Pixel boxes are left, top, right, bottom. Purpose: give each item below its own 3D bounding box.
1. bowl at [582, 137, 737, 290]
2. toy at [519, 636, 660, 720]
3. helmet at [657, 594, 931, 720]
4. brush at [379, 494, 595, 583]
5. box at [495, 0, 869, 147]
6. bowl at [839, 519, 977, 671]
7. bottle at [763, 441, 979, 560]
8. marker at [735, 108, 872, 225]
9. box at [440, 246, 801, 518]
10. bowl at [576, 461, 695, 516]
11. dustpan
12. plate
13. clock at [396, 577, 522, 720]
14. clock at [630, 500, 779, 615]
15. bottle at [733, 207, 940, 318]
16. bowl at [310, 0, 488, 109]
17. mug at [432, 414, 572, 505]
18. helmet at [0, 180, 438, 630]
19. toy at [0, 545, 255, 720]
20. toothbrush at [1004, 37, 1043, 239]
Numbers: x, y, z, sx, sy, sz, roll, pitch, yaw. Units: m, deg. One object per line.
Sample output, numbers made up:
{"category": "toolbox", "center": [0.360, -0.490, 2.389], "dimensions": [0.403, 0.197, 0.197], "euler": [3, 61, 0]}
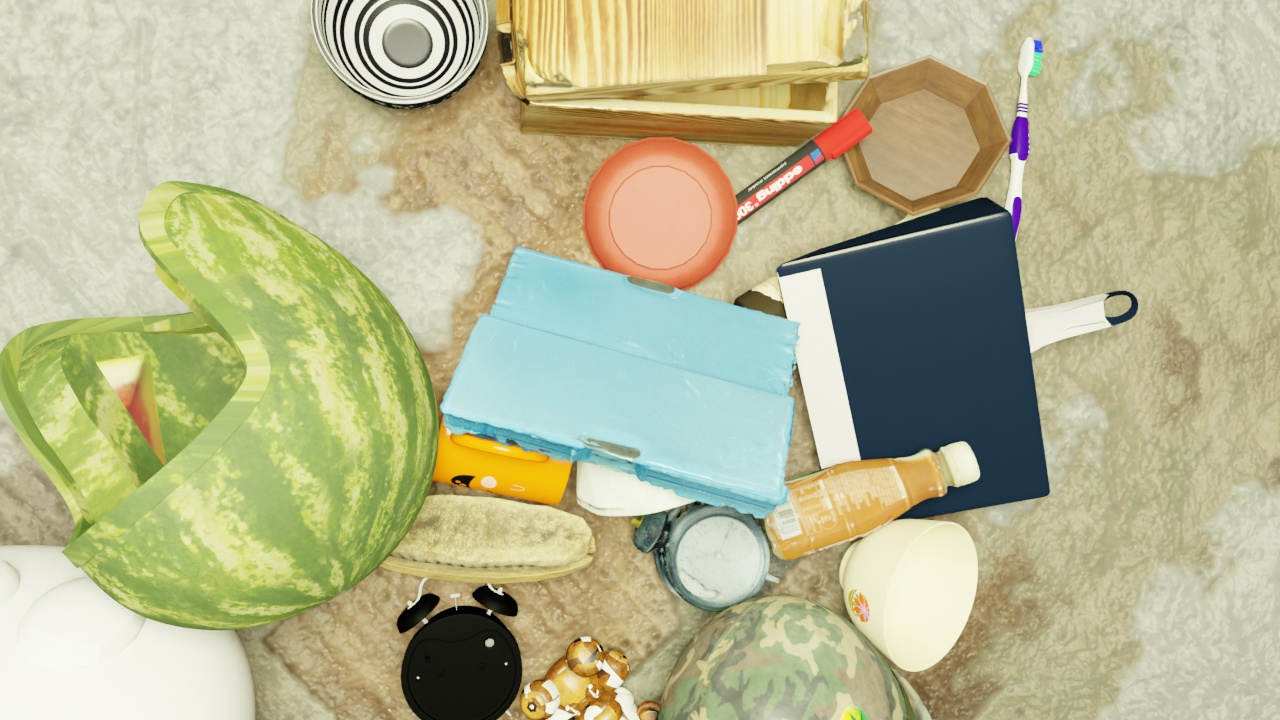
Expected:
{"category": "bowl", "center": [0.015, -0.109, 0.703], "dimensions": [0.122, 0.035, 0.122], "euler": [0, 101, 1]}
{"category": "toy", "center": [-0.031, 0.273, 0.708], "dimensions": [0.087, 0.067, 0.112], "euler": [-42, 85, -6]}
{"category": "helmet", "center": [0.109, 0.297, 0.659], "dimensions": [0.236, 0.193, 0.223], "euler": [49, 53, -25]}
{"category": "brush", "center": [-0.130, 0.131, 0.685], "dimensions": [0.195, 0.043, 0.059], "euler": [6, 58, -6]}
{"category": "box", "center": [0.020, -0.309, 0.625], "dimensions": [0.258, 0.221, 0.279], "euler": [1, 93, -8]}
{"category": "bowl", "center": [0.202, 0.176, 0.731], "dimensions": [0.117, 0.074, 0.118], "euler": [-8, 103, -37]}
{"category": "bottle", "center": [0.177, 0.104, 0.712], "dimensions": [0.167, 0.059, 0.059], "euler": [-20, 95, 7]}
{"category": "marker", "center": [0.117, -0.147, 0.727], "dimensions": [0.145, 0.021, 0.023], "euler": [-36, 75, 5]}
{"category": "box", "center": [-0.004, 0.004, 0.646], "dimensions": [0.231, 0.034, 0.174], "euler": [14, 52, -1]}
{"category": "bowl", "center": [0.004, 0.063, 0.677], "dimensions": [0.117, 0.117, 0.061], "euler": [-15, 104, -9]}
{"category": "dustpan", "center": [0.266, -0.006, 0.735], "dimensions": [0.273, 0.080, 0.236], "euler": [-12, 108, 11]}
{"category": "plate", "center": [0.224, -0.177, 0.737], "dimensions": [0.131, 0.025, 0.131], "euler": [-2, 79, 9]}
{"category": "clock", "center": [-0.136, 0.218, 0.698], "dimensions": [0.091, 0.042, 0.120], "euler": [-7, 93, -9]}
{"category": "clock", "center": [0.048, 0.141, 0.724], "dimensions": [0.090, 0.052, 0.129], "euler": [-37, 93, -7]}
{"category": "bottle", "center": [0.164, -0.076, 0.738], "dimensions": [0.184, 0.045, 0.045], "euler": [-31, 96, -7]}
{"category": "bowl", "center": [-0.171, -0.239, 0.667], "dimensions": [0.120, 0.066, 0.120], "euler": [0, 92, -10]}
{"category": "mug", "center": [-0.097, 0.060, 0.665], "dimensions": [0.096, 0.113, 0.077], "euler": [13, 86, -10]}
{"category": "helmet", "center": [-0.242, 0.040, 0.577], "dimensions": [0.214, 0.243, 0.247], "euler": [-33, 71, 21]}
{"category": "toy", "center": [-0.380, 0.255, 0.552], "dimensions": [0.262, 0.265, 0.281], "euler": [13, 106, -7]}
{"category": "toothbrush", "center": [0.321, -0.180, 0.777], "dimensions": [0.016, 0.015, 0.186], "euler": [6, 91, -15]}
